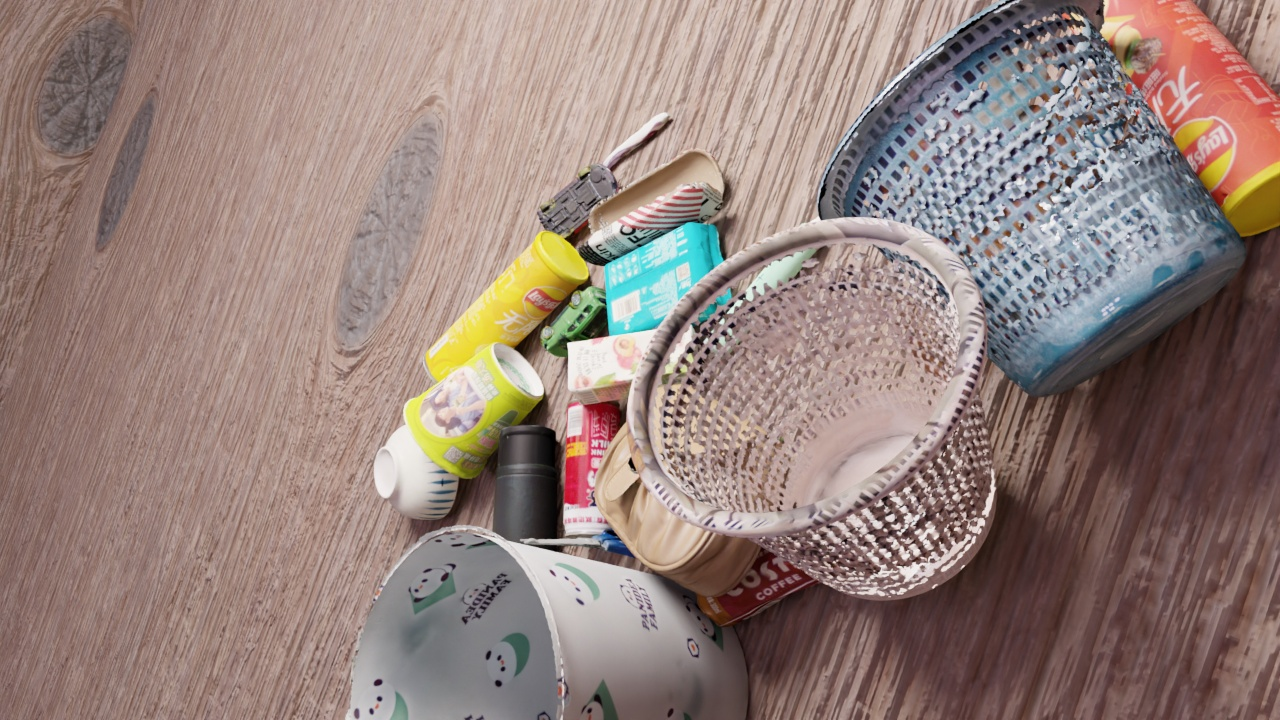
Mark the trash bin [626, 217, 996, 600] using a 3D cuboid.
[{"bbox_3d":[0.134,0.052,0.603,0.228,0.192,0.227,-22,44,23],"label":"trash bin"}]

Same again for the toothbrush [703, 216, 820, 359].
[{"bbox_3d":[0.134,-0.091,0.821,0.225,0.026,0.027,-51,29,17],"label":"toothbrush"}]

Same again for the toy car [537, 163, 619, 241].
[{"bbox_3d":[-0.066,-0.173,1.011,0.107,0.031,0.049,-36,84,30],"label":"toy car"}]

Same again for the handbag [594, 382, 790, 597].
[{"bbox_3d":[0.033,0.098,0.771,0.148,0.099,0.204,-58,27,0],"label":"handbag"}]

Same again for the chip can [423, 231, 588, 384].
[{"bbox_3d":[-0.153,-0.049,1.025,0.214,0.072,0.072,-41,54,23],"label":"chip can"}]

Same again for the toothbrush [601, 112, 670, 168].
[{"bbox_3d":[-0.037,-0.212,1.014,0.188,0.016,0.017,-34,65,29],"label":"toothbrush"}]

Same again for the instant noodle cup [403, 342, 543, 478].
[{"bbox_3d":[-0.173,0.048,0.996,0.123,0.111,0.111,-41,54,14],"label":"instant noodle cup"}]

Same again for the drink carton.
[{"bbox_3d":[-0.005,0.005,0.871,0.122,0.045,0.053,-9,63,10],"label":"drink carton"}]

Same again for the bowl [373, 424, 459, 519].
[{"bbox_3d":[-0.263,0.126,1.051,0.117,0.066,0.116,-2,88,51],"label":"bowl"}]

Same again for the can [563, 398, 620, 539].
[{"bbox_3d":[-0.047,0.106,0.897,0.053,0.053,0.132,-13,68,37],"label":"can"}]

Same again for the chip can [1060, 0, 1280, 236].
[{"bbox_3d":[0.367,-0.187,0.618,0.073,0.073,0.216,-35,57,28],"label":"chip can"}]

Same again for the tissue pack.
[{"bbox_3d":[0.025,-0.071,0.892,0.134,0.050,0.093,-23,60,33],"label":"tissue pack"}]

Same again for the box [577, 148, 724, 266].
[{"bbox_3d":[0.009,-0.154,0.921,0.163,0.076,0.088,-28,57,33],"label":"box"}]

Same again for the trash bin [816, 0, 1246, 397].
[{"bbox_3d":[0.263,-0.092,0.605,0.227,0.226,0.195,-41,67,24],"label":"trash bin"}]

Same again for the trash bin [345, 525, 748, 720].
[{"bbox_3d":[-0.057,0.258,0.725,0.230,0.251,0.229,-14,68,38],"label":"trash bin"}]

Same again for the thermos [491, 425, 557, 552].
[{"bbox_3d":[-0.119,0.193,0.934,0.090,0.068,0.242,135,138,-63],"label":"thermos"}]

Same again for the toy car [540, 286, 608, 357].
[{"bbox_3d":[-0.065,-0.037,0.965,0.091,0.043,0.036,-45,53,22],"label":"toy car"}]

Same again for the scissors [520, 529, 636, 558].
[{"bbox_3d":[-0.048,0.156,0.804,0.108,0.174,0.012,17,91,65],"label":"scissors"}]

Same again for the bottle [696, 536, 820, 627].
[{"bbox_3d":[0.124,0.155,0.732,0.175,0.057,0.057,-34,57,28],"label":"bottle"}]
